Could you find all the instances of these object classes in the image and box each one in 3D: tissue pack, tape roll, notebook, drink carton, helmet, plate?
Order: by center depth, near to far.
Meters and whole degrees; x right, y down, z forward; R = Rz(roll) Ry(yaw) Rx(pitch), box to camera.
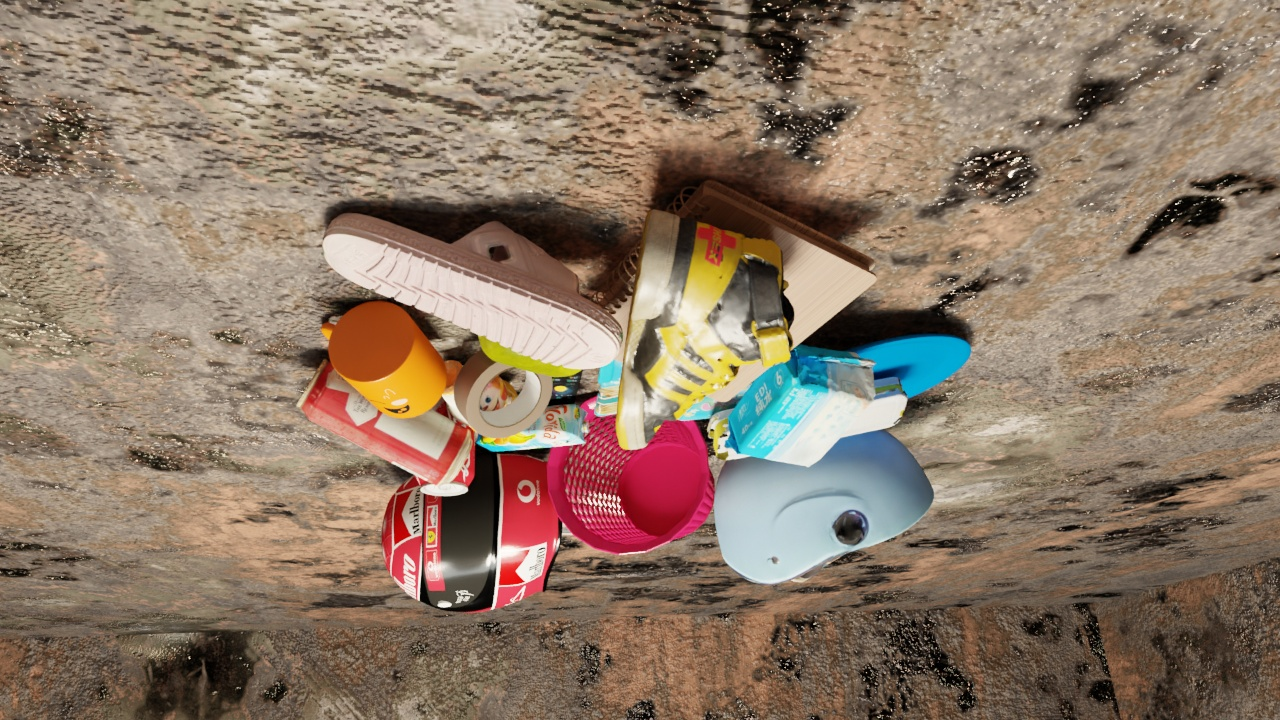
[{"bbox_3d":[0.058,-0.047,0.750,0.169,0.022,0.211,22,140,-21],"label":"notebook"},{"bbox_3d":[0.151,0.040,0.869,0.092,0.061,0.145,12,134,-22],"label":"tissue pack"},{"bbox_3d":[-0.135,0.029,0.903,0.093,0.030,0.094,-20,129,-27],"label":"tape roll"},{"bbox_3d":[0.235,0.015,0.974,0.224,0.024,0.225,-11,158,-5],"label":"plate"},{"bbox_3d":[-0.120,0.076,1.021,0.129,0.044,0.038,-7,156,23],"label":"drink carton"},{"bbox_3d":[0.211,0.151,1.108,0.266,0.167,0.225,-17,-168,6],"label":"helmet"},{"bbox_3d":[-0.231,0.229,1.228,0.224,0.197,0.272,1,149,-11],"label":"helmet"}]

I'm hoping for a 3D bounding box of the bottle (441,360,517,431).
[{"bbox_3d":[-0.172,0.035,0.945,0.063,0.063,0.109,-10,155,17],"label":"bottle"}]

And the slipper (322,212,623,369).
[{"bbox_3d":[-0.120,-0.066,0.711,0.239,0.064,0.094,21,151,-10],"label":"slipper"}]

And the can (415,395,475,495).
[{"bbox_3d":[-0.216,0.093,1.018,0.064,0.104,0.064,-3,157,-1],"label":"can"}]

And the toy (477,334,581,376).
[{"bbox_3d":[-0.094,-0.019,0.838,0.110,0.051,0.090,7,153,-16],"label":"toy"}]

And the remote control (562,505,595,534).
[{"bbox_3d":[-0.119,0.272,1.559,0.060,0.025,0.139,4,156,-16],"label":"remote control"}]

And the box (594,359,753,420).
[{"bbox_3d":[0.049,0.002,0.890,0.181,0.039,0.227,-7,154,-10],"label":"box"}]

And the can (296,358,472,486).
[{"bbox_3d":[-0.256,0.063,0.927,0.170,0.067,0.067,31,147,-15],"label":"can"}]

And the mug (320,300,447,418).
[{"bbox_3d":[-0.242,-0.006,0.839,0.113,0.077,0.096,24,162,15],"label":"mug"}]

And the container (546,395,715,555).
[{"bbox_3d":[0.011,0.146,1.113,0.183,0.183,0.226,-8,164,12],"label":"container"}]

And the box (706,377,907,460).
[{"bbox_3d":[0.174,0.055,0.966,0.209,0.044,0.066,-11,145,-6],"label":"box"}]

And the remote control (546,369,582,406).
[{"bbox_3d":[-0.091,0.035,1.009,0.041,0.020,0.152,3,156,-10],"label":"remote control"}]

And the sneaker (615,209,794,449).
[{"bbox_3d":[0.048,-0.009,0.708,0.122,0.085,0.239,9,140,0],"label":"sneaker"}]
